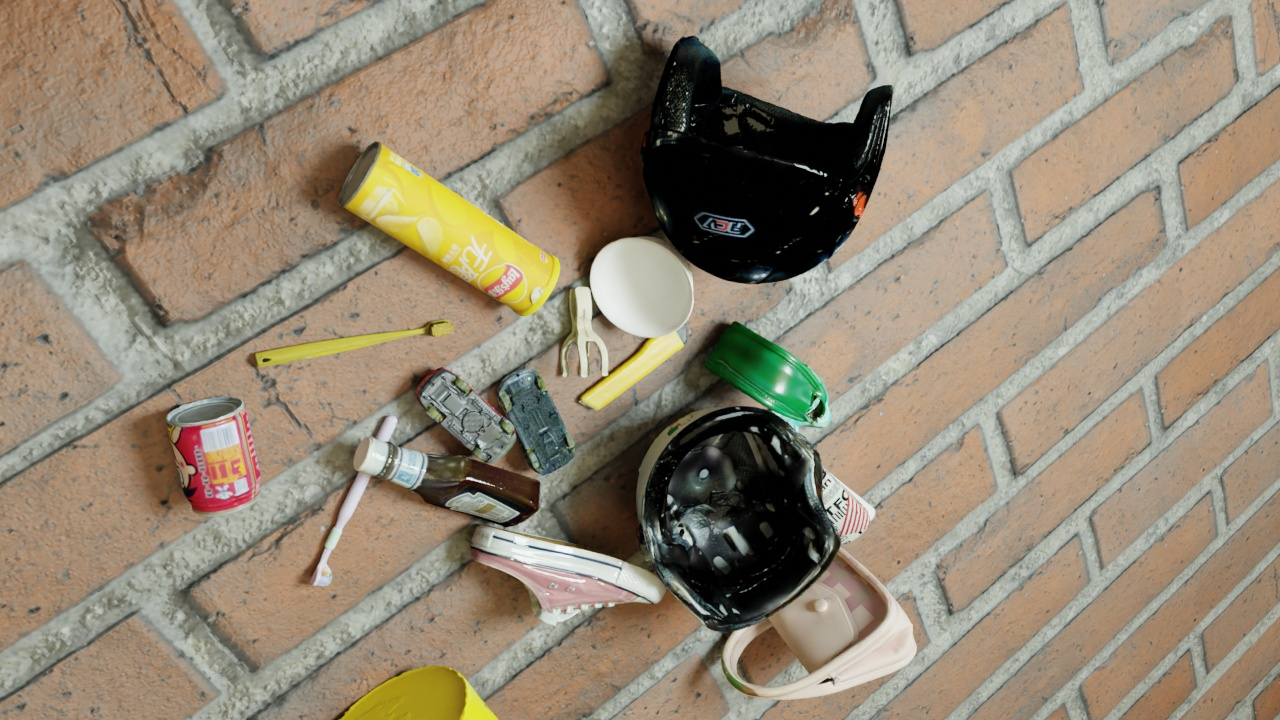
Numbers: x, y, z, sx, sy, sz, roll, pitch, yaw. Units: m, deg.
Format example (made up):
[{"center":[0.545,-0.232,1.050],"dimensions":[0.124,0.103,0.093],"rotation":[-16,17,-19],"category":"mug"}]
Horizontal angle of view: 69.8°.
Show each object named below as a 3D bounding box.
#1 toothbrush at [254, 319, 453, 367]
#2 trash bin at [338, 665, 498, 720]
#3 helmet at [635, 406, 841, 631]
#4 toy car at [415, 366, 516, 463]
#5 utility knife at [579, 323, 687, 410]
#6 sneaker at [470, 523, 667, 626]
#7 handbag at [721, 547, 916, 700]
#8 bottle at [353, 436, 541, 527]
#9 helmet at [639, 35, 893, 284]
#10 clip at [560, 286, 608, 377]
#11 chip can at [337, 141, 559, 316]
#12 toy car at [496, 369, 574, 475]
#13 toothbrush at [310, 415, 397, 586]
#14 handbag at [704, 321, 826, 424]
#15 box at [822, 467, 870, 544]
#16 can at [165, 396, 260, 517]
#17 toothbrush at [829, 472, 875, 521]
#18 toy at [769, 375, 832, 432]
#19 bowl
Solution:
[{"center":[-0.276,-0.017,0.898],"dimensions":[0.189,0.017,0.016],"rotation":[-12,107,-25],"category":"toothbrush"},{"center":[-0.205,0.484,0.977],"dimensions":[0.229,0.230,0.255],"rotation":[-32,112,-17],"category":"trash bin"},{"center":[0.094,0.167,1.076],"dimensions":[0.230,0.157,0.274],"rotation":[-33,109,-10],"category":"helmet"},{"center":[-0.181,0.056,0.955],"dimensions":[0.053,0.045,0.120],"rotation":[-45,116,-7],"category":"toy car"},{"center":[-0.006,0.006,1.054],"dimensions":[0.156,0.015,0.033],"rotation":[-37,113,-14],"category":"utility knife"},{"center":[-0.084,0.252,1.033],"dimensions":[0.241,0.118,0.087],"rotation":[20,80,-24],"category":"sneaker"},{"center":[0.214,0.356,1.190],"dimensions":[0.234,0.193,0.093],"rotation":[-30,115,-7],"category":"handbag"},{"center":[-0.199,0.124,0.948],"dimensions":[0.194,0.080,0.044],"rotation":[25,49,-33],"category":"bottle"},{"center":[0.117,-0.187,0.926],"dimensions":[0.273,0.233,0.231],"rotation":[-48,151,-56],"category":"helmet"},{"center":[-0.057,-0.022,0.990],"dimensions":[0.035,0.095,0.102],"rotation":[-2,117,-28],"category":"clip"},{"center":[-0.181,-0.123,0.888],"dimensions":[0.213,0.072,0.072],"rotation":[32,88,-31],"category":"chip can"},{"center":[-0.115,0.067,1.002],"dimensions":[0.054,0.037,0.121],"rotation":[-29,107,-19],"category":"toy car"},{"center":[-0.291,0.142,0.937],"dimensions":[0.021,0.029,0.189],"rotation":[25,92,6],"category":"toothbrush"},{"center":[0.148,0.018,1.076],"dimensions":[0.120,0.131,0.068],"rotation":[34,91,-35],"category":"handbag"},{"center":[0.248,0.192,1.208],"dimensions":[0.164,0.052,0.069],"rotation":[39,89,-31],"category":"box"},{"center":[-0.388,0.088,0.839],"dimensions":[0.066,0.066,0.094],"rotation":[-14,111,-25],"category":"can"},{"center":[0.246,0.160,1.232],"dimensions":[0.221,0.027,0.026],"rotation":[38,45,-32],"category":"toothbrush"},{"center":[0.207,0.075,1.180],"dimensions":[0.091,0.030,0.096],"rotation":[-14,91,-22],"category":"toy"},{"center":[0.011,-0.091,0.997],"dimensions":[0.064,0.118,0.118],"rotation":[-56,133,-52],"category":"bowl"}]
